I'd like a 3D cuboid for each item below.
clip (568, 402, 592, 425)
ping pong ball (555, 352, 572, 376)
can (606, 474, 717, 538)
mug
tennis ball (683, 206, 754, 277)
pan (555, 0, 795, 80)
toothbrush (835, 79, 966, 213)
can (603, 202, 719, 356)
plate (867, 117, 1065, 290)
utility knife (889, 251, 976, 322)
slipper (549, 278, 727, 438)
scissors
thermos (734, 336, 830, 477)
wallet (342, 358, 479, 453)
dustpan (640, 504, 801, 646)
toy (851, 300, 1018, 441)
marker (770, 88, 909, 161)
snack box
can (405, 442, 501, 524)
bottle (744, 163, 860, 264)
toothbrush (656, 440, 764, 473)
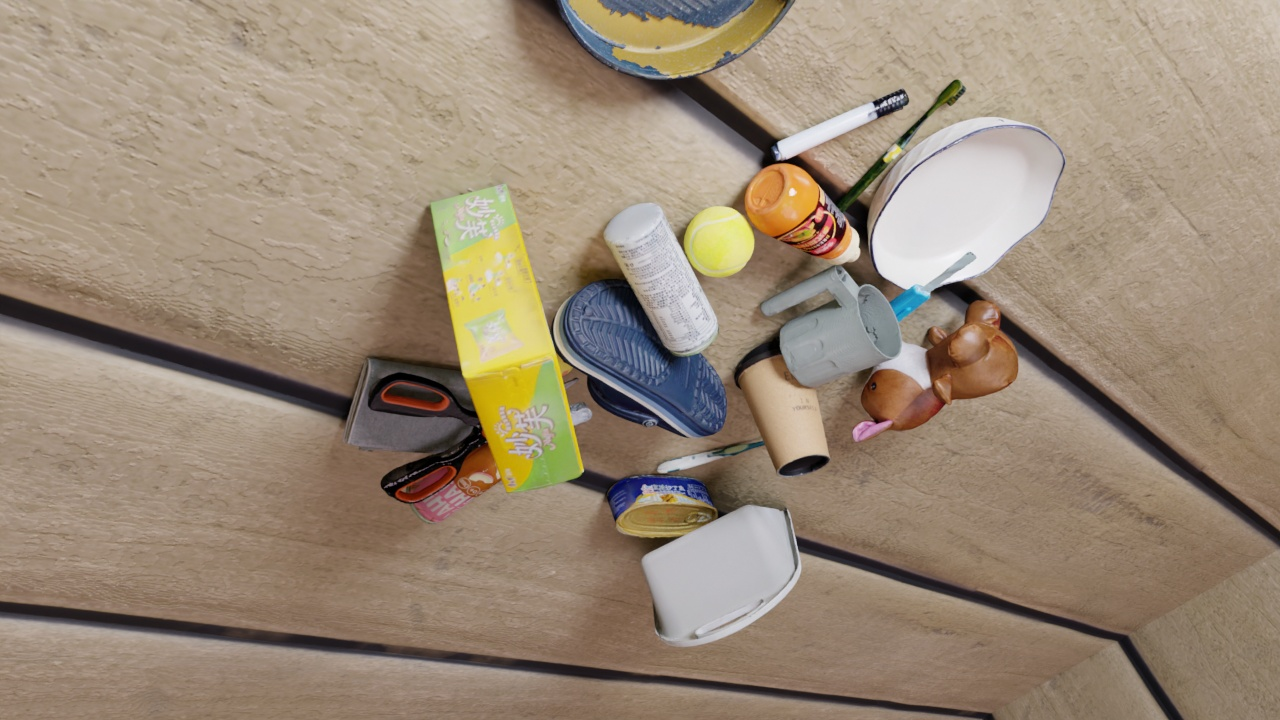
[{"bbox_3d":[-0.077,0.059,0.927,0.058,0.036,0.026,-18,125,-14],"label":"clip"},{"bbox_3d":[-0.085,-0.003,0.924,0.040,0.040,0.040,-13,140,-11],"label":"ping pong ball"},{"bbox_3d":[0.028,0.188,1.186,0.148,0.049,0.075,7,133,-30],"label":"can"},{"bbox_3d":[0.200,-0.037,0.974,0.104,0.083,0.124,-26,118,39],"label":"mug"},{"bbox_3d":[0.073,-0.110,0.854,0.065,0.065,0.066,-13,140,-11],"label":"tennis ball"},{"bbox_3d":[-0.027,-0.299,0.584,0.356,0.078,0.198,16,127,-37],"label":"pan"},{"bbox_3d":[0.238,-0.192,0.878,0.017,0.012,0.186,9,133,-47],"label":"toothbrush"},{"bbox_3d":[0.022,-0.073,0.852,0.058,0.058,0.147,-27,126,6],"label":"can"},{"bbox_3d":[0.320,-0.159,0.927,0.204,0.045,0.205,-12,139,-11],"label":"plate"},{"bbox_3d":[0.284,-0.061,0.984,0.034,0.018,0.224,7,154,-19],"label":"utility knife"},{"bbox_3d":[-0.006,0.005,0.934,0.095,0.105,0.252,-19,143,33],"label":"slipper"},{"bbox_3d":[-0.174,0.070,0.919,0.233,0.021,0.221,-44,129,14],"label":"scissors"},{"bbox_3d":[0.163,0.054,1.032,0.093,0.143,0.093,-10,152,-6],"label":"thermos"},{"bbox_3d":[-0.224,0.050,0.925,0.129,0.037,0.107,9,121,-31],"label":"wallet"},{"bbox_3d":[0.112,0.291,1.209,0.223,0.142,0.258,-27,159,7],"label":"dustpan"},{"bbox_3d":[0.334,0.015,1.078,0.200,0.130,0.139,-43,176,39],"label":"toy"},{"bbox_3d":[0.179,-0.210,0.826,0.131,0.018,0.023,-24,150,2],"label":"marker"},{"bbox_3d":[-0.111,-0.019,0.761,0.070,0.209,0.158,-16,139,-6],"label":"snack box"},{"bbox_3d":[-0.185,0.119,1.004,0.147,0.057,0.058,-35,139,15],"label":"can"},{"bbox_3d":[0.163,-0.129,0.870,0.149,0.066,0.067,26,122,-41],"label":"bottle"},{"bbox_3d":[0.112,0.119,1.173,0.191,0.016,0.018,-13,150,-11],"label":"toothbrush"}]
